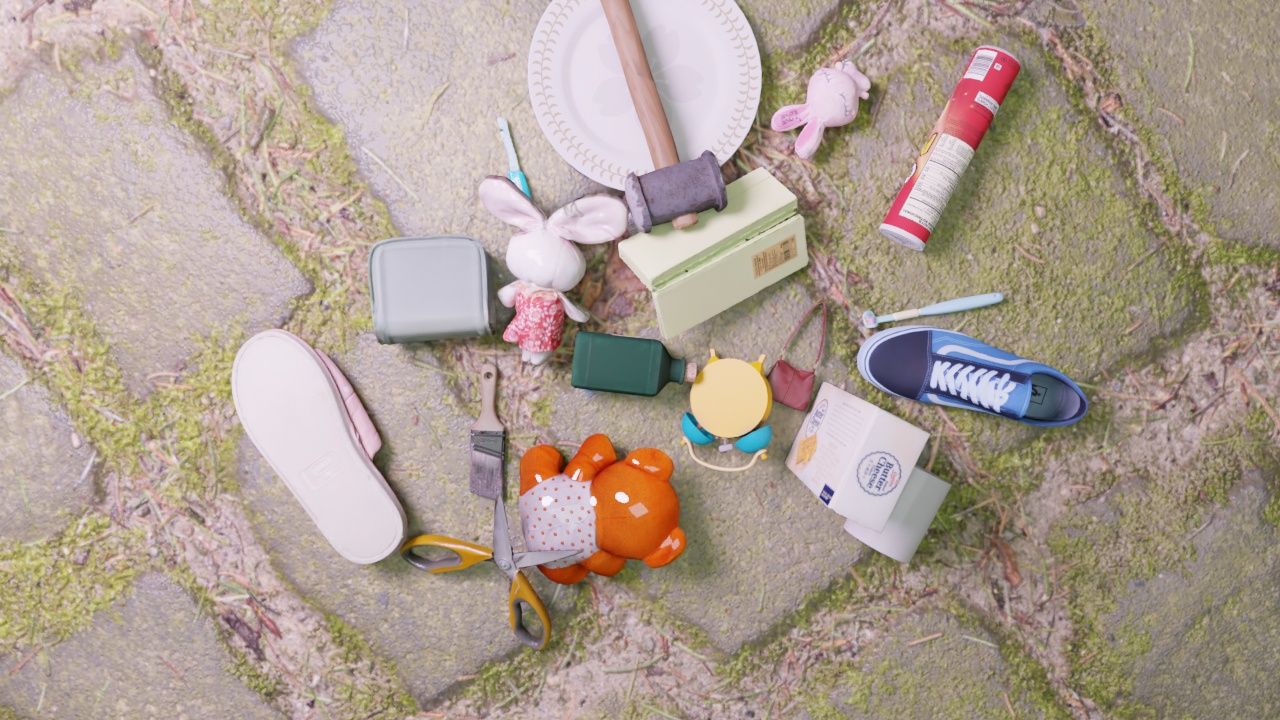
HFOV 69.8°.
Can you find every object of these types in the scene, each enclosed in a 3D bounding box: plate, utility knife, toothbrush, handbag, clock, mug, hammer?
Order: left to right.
[{"bbox_3d":[-0.217,-0.073,0.961,0.122,0.067,0.106,-4,87,-2],"label":"handbag"},{"bbox_3d":[-0.130,-0.179,0.979,0.022,0.015,0.162,-17,96,-2],"label":"utility knife"},{"bbox_3d":[-0.003,-0.291,0.926,0.098,0.052,0.328,-17,89,-4],"label":"hammer"},{"bbox_3d":[0.005,-0.295,0.955,0.242,0.016,0.242,0,91,-4],"label":"plate"},{"bbox_3d":[0.095,0.054,0.987,0.099,0.043,0.129,8,88,20],"label":"clock"},{"bbox_3d":[0.177,-0.008,1.004,0.055,0.029,0.119,22,90,0],"label":"handbag"},{"bbox_3d":[0.265,0.150,1.001,0.112,0.078,0.097,29,95,24],"label":"mug"},{"bbox_3d":[0.321,-0.057,1.006,0.155,0.016,0.022,-10,58,0],"label":"toothbrush"}]

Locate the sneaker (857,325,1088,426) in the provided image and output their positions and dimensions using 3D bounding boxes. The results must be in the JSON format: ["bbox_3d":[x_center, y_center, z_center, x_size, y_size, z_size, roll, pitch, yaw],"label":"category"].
[{"bbox_3d":[0.358,0.017,0.973,0.241,0.098,0.083,13,95,-3],"label":"sneaker"}]

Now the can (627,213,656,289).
[{"bbox_3d":[0.014,-0.116,0.982,0.032,0.032,0.095,-24,96,0],"label":"can"}]

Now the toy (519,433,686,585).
[{"bbox_3d":[-0.040,0.161,0.986,0.172,0.092,0.164,-9,93,11],"label":"toy"}]

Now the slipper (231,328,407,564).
[{"bbox_3d":[-0.339,0.092,0.981,0.114,0.054,0.274,-28,93,1],"label":"slipper"}]

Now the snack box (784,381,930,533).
[{"bbox_3d":[0.210,0.090,0.921,0.057,0.208,0.104,25,94,-5],"label":"snack box"}]

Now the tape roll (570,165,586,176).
[{"bbox_3d":[-0.043,-0.241,0.975,0.091,0.016,0.093,25,94,-4],"label":"tape roll"}]

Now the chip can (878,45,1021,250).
[{"bbox_3d":[0.327,-0.224,0.972,0.052,0.052,0.215,27,94,-4],"label":"chip can"}]

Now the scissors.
[{"bbox_3d":[-0.151,0.231,0.987,0.226,0.016,0.230,-9,118,25],"label":"scissors"}]

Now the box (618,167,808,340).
[{"bbox_3d":[0.083,-0.114,0.952,0.188,0.066,0.127,-28,99,-13],"label":"box"}]

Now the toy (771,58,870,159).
[{"bbox_3d":[0.193,-0.268,0.966,0.110,0.047,0.063,-44,87,6],"label":"toy"}]

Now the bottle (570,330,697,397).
[{"bbox_3d":[-0.006,0.006,0.979,0.131,0.061,0.061,7,93,-3],"label":"bottle"}]

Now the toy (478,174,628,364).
[{"bbox_3d":[-0.098,-0.087,0.947,0.159,0.084,0.194,8,108,8],"label":"toy"}]

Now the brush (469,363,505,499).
[{"bbox_3d":[-0.167,0.078,1.006,0.039,0.012,0.151,3,96,-2],"label":"brush"}]
